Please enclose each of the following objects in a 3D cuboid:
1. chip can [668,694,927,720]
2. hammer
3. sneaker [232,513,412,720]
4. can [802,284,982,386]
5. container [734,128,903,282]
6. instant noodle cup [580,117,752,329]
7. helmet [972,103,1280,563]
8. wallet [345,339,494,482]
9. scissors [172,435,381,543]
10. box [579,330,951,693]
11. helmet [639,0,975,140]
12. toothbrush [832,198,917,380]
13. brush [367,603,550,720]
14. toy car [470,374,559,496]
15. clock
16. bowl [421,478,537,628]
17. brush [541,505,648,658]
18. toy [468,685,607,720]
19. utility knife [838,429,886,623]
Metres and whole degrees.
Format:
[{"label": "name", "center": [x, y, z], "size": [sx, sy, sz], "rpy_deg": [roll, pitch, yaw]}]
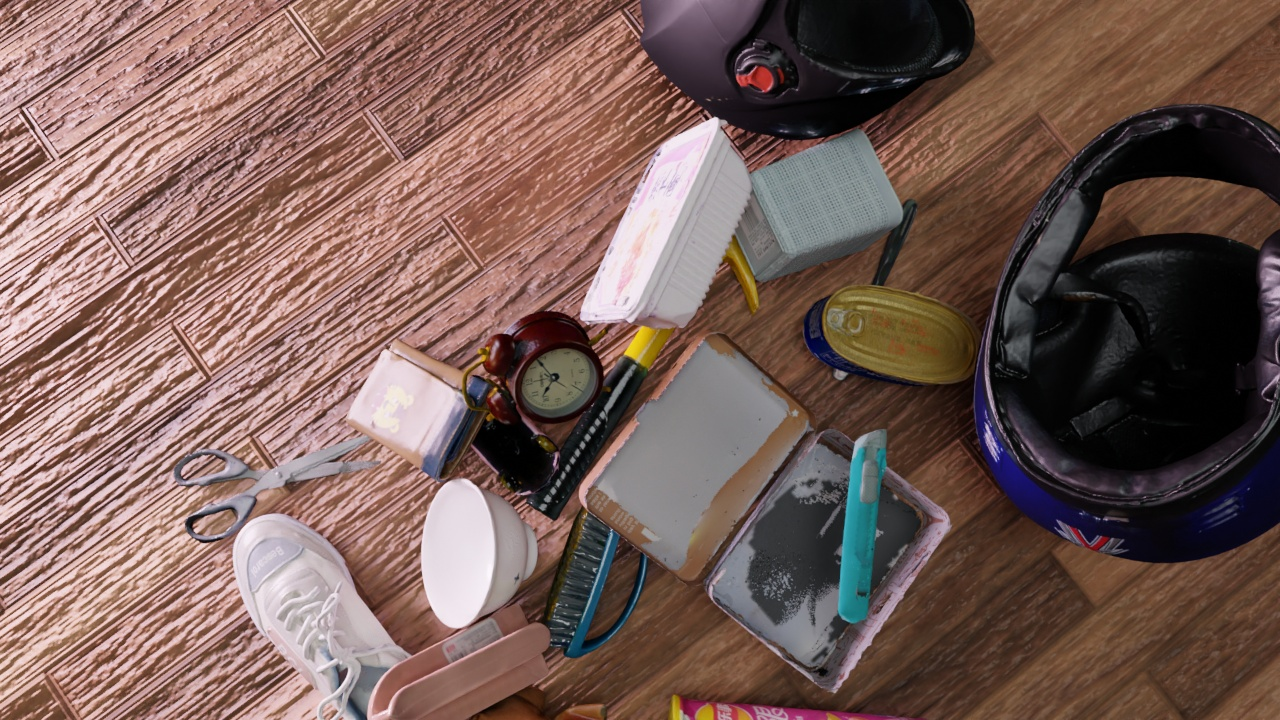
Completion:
[{"label": "chip can", "center": [0.128, 0.317, 0.744], "size": [0.210, 0.071, 0.071], "rpy_deg": [5, 82, -1]}, {"label": "hammer", "center": [-0.005, 0.005, 0.801], "size": [0.129, 0.033, 0.300], "rpy_deg": [32, 83, 4]}, {"label": "sneaker", "center": [-0.252, 0.227, 0.739], "size": [0.089, 0.091, 0.242], "rpy_deg": [-42, 84, -7]}, {"label": "can", "center": [0.215, -0.020, 0.785], "size": [0.148, 0.049, 0.074], "rpy_deg": [12, 81, -11]}, {"label": "container", "center": [0.142, -0.126, 0.779], "size": [0.111, 0.090, 0.090], "rpy_deg": [-23, 83, -18]}, {"label": "instant noodle cup", "center": [0.026, -0.098, 0.742], "size": [0.060, 0.138, 0.173], "rpy_deg": [29, 81, -19]}, {"label": "helmet", "center": [0.394, -0.005, 0.701], "size": [0.248, 0.240, 0.315], "rpy_deg": [16, 89, 36]}, {"label": "wallet", "center": [-0.187, 0.039, 0.775], "size": [0.115, 0.033, 0.090], "rpy_deg": [25, 83, 29]}, {"label": "scissors", "center": [-0.316, 0.107, 0.795], "size": [0.168, 0.014, 0.156], "rpy_deg": [24, 81, -1]}, {"label": "box", "center": [0.099, 0.118, 0.751], "size": [0.260, 0.105, 0.178], "rpy_deg": [37, 83, 3]}, {"label": "helmet", "center": [0.125, -0.293, 0.744], "size": [0.274, 0.231, 0.232], "rpy_deg": [45, 59, 5]}, {"label": "toothbrush", "center": [0.212, -0.065, 0.823], "size": [0.015, 0.018, 0.181], "rpy_deg": [24, 81, 5]}, {"label": "brush", "center": [-0.139, 0.241, 0.699], "size": [0.145, 0.073, 0.063], "rpy_deg": [-16, 75, -41]}, {"label": "toy car", "center": [-0.117, 0.064, 0.783], "size": [0.056, 0.037, 0.122], "rpy_deg": [-47, 70, 3]}, {"label": "clock", "center": [-0.085, 0.010, 0.740], "size": [0.121, 0.055, 0.082], "rpy_deg": [-12, 123, -18]}, {"label": "bowl", "center": [-0.125, 0.157, 0.756], "size": [0.064, 0.118, 0.118], "rpy_deg": [7, 80, -40]}, {"label": "brush", "center": [-0.033, 0.179, 0.767], "size": [0.073, 0.055, 0.143], "rpy_deg": [20, 82, -4]}, {"label": "toy", "center": [-0.049, 0.336, 0.703], "size": [0.200, 0.130, 0.140], "rpy_deg": [9, 77, 31]}, {"label": "utility knife", "center": [0.172, 0.127, 0.709], "size": [0.029, 0.013, 0.151], "rpy_deg": [7, 85, -6]}]
